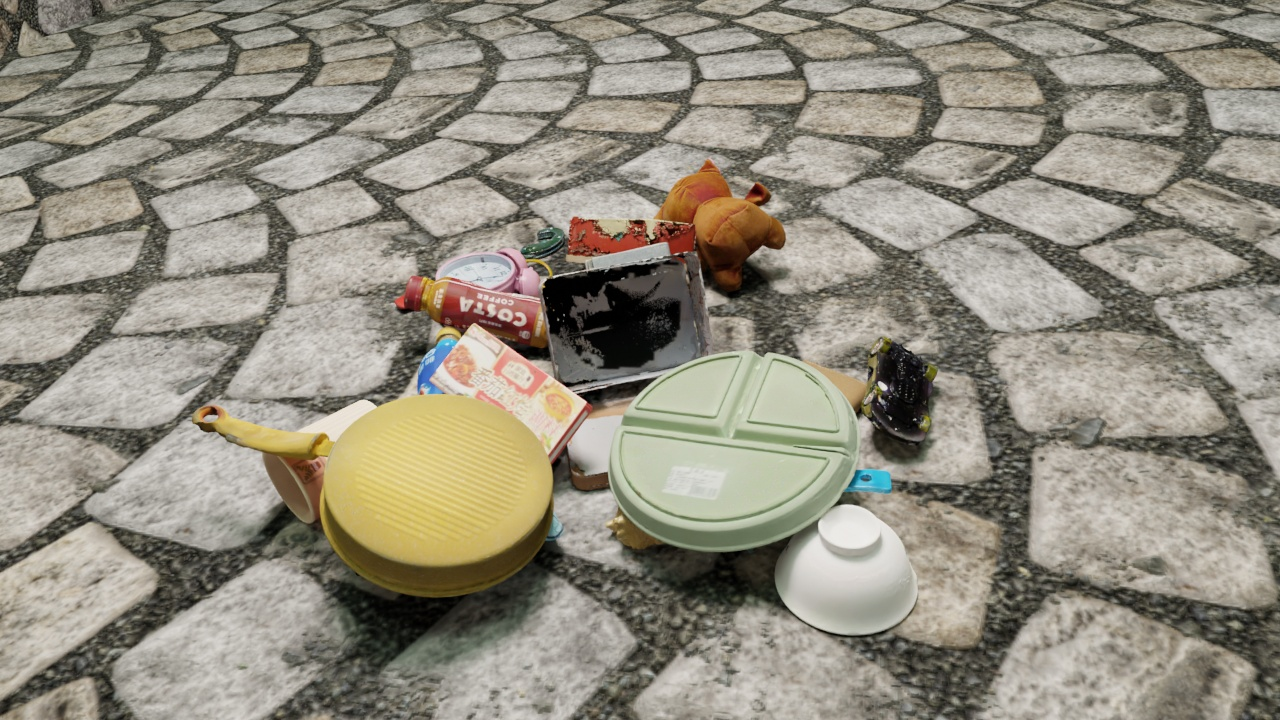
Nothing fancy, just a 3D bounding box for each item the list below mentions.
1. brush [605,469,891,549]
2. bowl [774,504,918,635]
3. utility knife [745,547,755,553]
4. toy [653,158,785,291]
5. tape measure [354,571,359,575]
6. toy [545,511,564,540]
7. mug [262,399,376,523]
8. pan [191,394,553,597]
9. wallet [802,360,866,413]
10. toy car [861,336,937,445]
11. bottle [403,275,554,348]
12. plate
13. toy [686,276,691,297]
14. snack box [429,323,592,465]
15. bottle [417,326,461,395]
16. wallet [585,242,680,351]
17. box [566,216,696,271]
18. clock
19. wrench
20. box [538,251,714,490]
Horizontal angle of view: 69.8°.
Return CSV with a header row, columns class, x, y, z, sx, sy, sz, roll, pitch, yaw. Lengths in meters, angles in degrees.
class,x,y,z,sx,sy,sz,roll,pitch,yaw
brush,0.091,0.120,0.810,0.255,0.046,0.083,-10,30,16
bowl,0.171,0.160,0.759,0.118,0.065,0.118,-4,35,3
utility knife,0.111,0.094,0.877,0.031,0.021,0.204,-5,52,21
toy,0.101,-0.183,1.213,0.140,0.130,0.199,-42,47,-2
tape measure,-0.230,0.173,0.828,0.058,0.025,0.054,-17,38,-10
toy,-0.151,0.140,0.841,0.161,0.050,0.156,-2,31,-4
mug,-0.288,0.107,0.893,0.105,0.082,0.114,-33,70,-35
pan,-0.247,0.092,0.810,0.357,0.078,0.197,22,41,9
wallet,0.175,0.046,0.950,0.090,0.033,0.115,22,42,29
toy car,0.261,0.031,0.938,0.070,0.042,0.157,31,38,-2
bottle,-0.189,-0.061,1.086,0.175,0.058,0.057,14,35,-4
plate,0.079,0.070,0.821,0.230,0.027,0.229,-11,40,10
toy,-0.013,-0.080,1.137,0.157,0.066,0.105,-3,-7,10
snack box,-0.128,0.033,0.902,0.153,0.025,0.075,34,82,20
bottle,-0.208,0.032,0.992,0.065,0.065,0.218,-8,35,-4
wallet,-0.005,-0.064,1.066,0.106,0.129,0.037,-12,-5,-8
box,-0.015,-0.157,1.173,0.091,0.076,0.169,-3,9,-44
clock,-0.189,-0.095,1.175,0.158,0.060,0.117,-17,37,-19
wrench,-0.212,-0.127,1.262,0.272,0.016,0.056,-30,40,-31
box,-0.005,0.010,0.974,0.179,0.134,0.270,-10,66,-7
